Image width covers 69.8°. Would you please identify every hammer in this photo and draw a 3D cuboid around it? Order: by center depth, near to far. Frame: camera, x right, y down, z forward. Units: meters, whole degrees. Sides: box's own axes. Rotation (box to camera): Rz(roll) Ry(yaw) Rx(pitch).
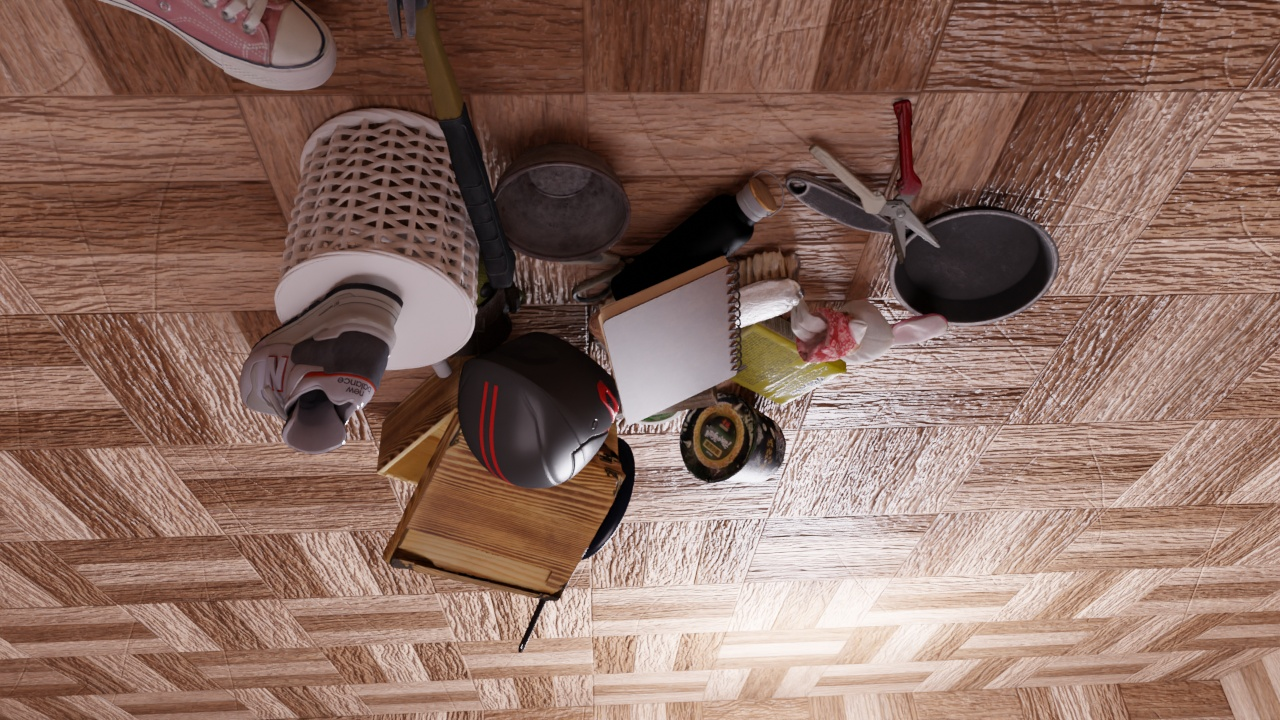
[{"bbox_3d":[-0.161,-0.199,0.816,0.025,0.117,0.334,-6,135,5],"label":"hammer"},{"bbox_3d":[-0.007,0.007,1.161,0.158,0.037,0.301,-10,157,12],"label":"hammer"}]

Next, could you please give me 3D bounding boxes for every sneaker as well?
[{"bbox_3d":[-0.353,-0.299,0.718,0.241,0.118,0.088,21,157,-22],"label":"sneaker"},{"bbox_3d":[-0.308,0.030,0.849,0.088,0.124,0.240,26,136,-36],"label":"sneaker"}]

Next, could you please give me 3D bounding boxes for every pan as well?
[{"bbox_3d":[0.316,-0.141,1.055,0.356,0.055,0.188,25,139,-17],"label":"pan"},{"bbox_3d":[-0.110,0.278,1.393,0.021,0.356,0.199,27,176,-28],"label":"pan"}]

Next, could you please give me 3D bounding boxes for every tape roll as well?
[{"bbox_3d":[0.018,0.065,1.358,0.094,0.018,0.094,-2,146,-2],"label":"tape roll"}]

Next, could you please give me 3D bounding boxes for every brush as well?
[{"bbox_3d":[0.069,-0.067,1.134,0.272,0.056,0.083,-16,149,19],"label":"brush"}]

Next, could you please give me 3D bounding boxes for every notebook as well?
[{"bbox_3d":[0.043,-0.020,1.075,0.167,0.024,0.226,-25,147,-9],"label":"notebook"}]

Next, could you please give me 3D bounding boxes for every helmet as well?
[{"bbox_3d":[-0.129,0.068,1.113,0.164,0.169,0.265,19,157,23],"label":"helmet"}]

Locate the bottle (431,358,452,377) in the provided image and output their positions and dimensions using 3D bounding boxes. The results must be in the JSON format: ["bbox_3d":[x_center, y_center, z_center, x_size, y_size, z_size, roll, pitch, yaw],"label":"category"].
[{"bbox_3d":[-0.278,-0.040,1.148,0.052,0.052,0.195,-8,145,6],"label":"bottle"}]

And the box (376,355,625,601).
[{"bbox_3d":[-0.189,0.173,1.293,0.279,0.263,0.270,25,135,-32],"label":"box"}]

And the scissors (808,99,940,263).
[{"bbox_3d":[0.258,-0.188,0.972,0.179,0.015,0.195,8,130,-7],"label":"scissors"}]

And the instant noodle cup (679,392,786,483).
[{"bbox_3d":[0.144,0.122,1.364,0.138,0.137,0.112,-28,149,32],"label":"instant noodle cup"}]

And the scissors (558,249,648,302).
[{"bbox_3d":[-0.032,-0.114,1.097,0.168,0.012,0.158,16,141,-29],"label":"scissors"}]

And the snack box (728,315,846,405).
[{"bbox_3d":[0.174,-0.007,1.244,0.180,0.045,0.122,25,139,-30],"label":"snack box"}]

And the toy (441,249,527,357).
[{"bbox_3d":[-0.202,-0.066,1.081,0.179,0.078,0.153,-23,151,-14],"label":"toy"}]

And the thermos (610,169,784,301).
[{"bbox_3d":[0.067,-0.131,1.030,0.061,0.061,0.232,27,131,-37],"label":"thermos"}]

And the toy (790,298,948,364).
[{"bbox_3d":[0.260,-0.037,1.135,0.194,0.084,0.159,2,176,-31],"label":"toy"}]

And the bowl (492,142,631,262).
[{"bbox_3d":[-0.084,-0.174,0.955,0.145,0.067,0.145,-2,146,-2],"label":"bowl"}]

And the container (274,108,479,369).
[{"bbox_3d":[-0.253,-0.118,0.916,0.189,0.186,0.190,-2,146,-2],"label":"container"}]
